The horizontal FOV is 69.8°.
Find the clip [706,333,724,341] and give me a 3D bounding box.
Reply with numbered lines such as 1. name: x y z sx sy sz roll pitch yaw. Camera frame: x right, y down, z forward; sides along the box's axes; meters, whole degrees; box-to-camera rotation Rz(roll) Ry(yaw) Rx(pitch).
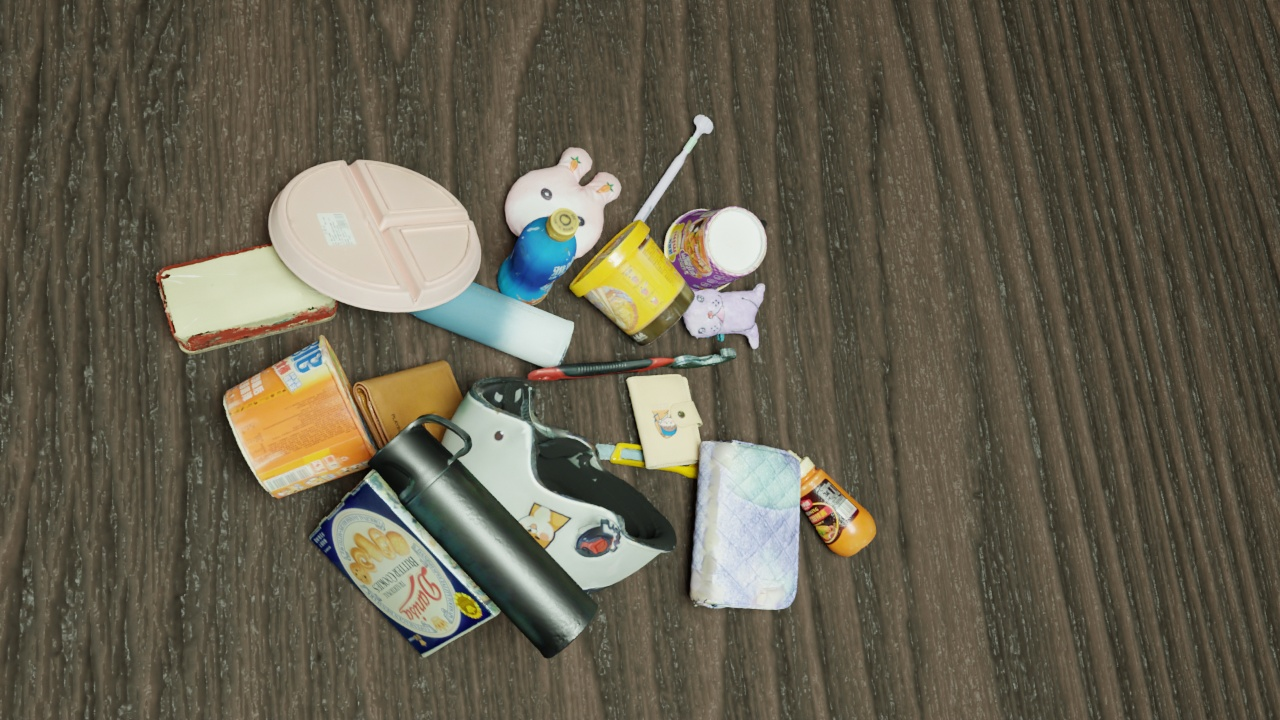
1. clip: 0.099 -0.052 1.181 0.047 0.014 0.057 10 76 -14

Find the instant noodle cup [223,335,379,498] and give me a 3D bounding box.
1. instant noodle cup: -0.346 0.064 0.941 0.111 0.151 0.151 -25 87 -14

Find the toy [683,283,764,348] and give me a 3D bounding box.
1. toy: 0.103 -0.057 1.156 0.108 0.039 0.084 0 98 -17

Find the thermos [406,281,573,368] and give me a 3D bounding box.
1. thermos: -0.187 -0.056 1.058 0.220 0.070 0.070 23 72 -13

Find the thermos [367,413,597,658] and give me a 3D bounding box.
1. thermos: -0.137 0.155 0.837 0.090 0.068 0.242 -40 95 21

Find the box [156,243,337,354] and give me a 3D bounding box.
1. box: -0.416 -0.071 0.980 0.168 0.076 0.091 -17 83 -21

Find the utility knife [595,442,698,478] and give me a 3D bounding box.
1. utility knife: 0.024 0.122 1.116 0.180 0.015 0.033 9 72 -17

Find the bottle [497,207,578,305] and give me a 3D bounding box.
1. bottle: -0.110 -0.116 1.015 0.065 0.219 0.065 4 78 -18

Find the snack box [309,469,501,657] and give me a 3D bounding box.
1. snack box: -0.232 0.202 0.925 0.182 0.178 0.045 47 45 -3

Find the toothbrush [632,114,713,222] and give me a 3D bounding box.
1. toothbrush: 0.040 -0.248 1.203 0.029 0.021 0.188 36 71 -10

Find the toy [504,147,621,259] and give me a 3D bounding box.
1. toy: -0.093 -0.196 1.131 0.121 0.054 0.159 38 61 -8

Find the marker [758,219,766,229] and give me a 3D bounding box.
1. marker: 0.112 -0.181 1.215 0.124 0.015 0.018 -2 80 -22

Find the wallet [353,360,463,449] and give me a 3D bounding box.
1. wallet: -0.240 0.060 0.998 0.131 0.031 0.108 -19 84 -59

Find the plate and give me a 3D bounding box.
1. plate: -0.286 -0.146 1.010 0.229 0.028 0.229 14 46 -15

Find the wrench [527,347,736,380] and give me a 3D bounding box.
1. wrench: -0.006 0.006 1.097 0.272 0.056 0.016 -5 77 -27

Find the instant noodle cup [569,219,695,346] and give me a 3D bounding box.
1. instant noodle cup: -0.005 -0.089 1.105 0.114 0.119 0.118 45 68 -12

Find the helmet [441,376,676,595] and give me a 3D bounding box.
1. helmet: -0.108 0.152 0.972 0.157 0.230 0.274 -45 108 4

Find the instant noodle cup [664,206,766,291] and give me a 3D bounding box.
1. instant noodle cup: 0.100 -0.142 1.147 0.111 0.099 0.111 0 90 -22

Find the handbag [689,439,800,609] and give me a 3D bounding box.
1. handbag: 0.122 0.197 1.093 0.134 0.076 0.193 15 74 -36

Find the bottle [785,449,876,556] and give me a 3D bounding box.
1. bottle: 0.228 0.174 1.152 0.066 0.067 0.149 -38 84 -22

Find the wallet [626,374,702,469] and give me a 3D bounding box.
1. wallet: 0.035 0.072 1.119 0.087 0.024 0.115 -3 67 -27
